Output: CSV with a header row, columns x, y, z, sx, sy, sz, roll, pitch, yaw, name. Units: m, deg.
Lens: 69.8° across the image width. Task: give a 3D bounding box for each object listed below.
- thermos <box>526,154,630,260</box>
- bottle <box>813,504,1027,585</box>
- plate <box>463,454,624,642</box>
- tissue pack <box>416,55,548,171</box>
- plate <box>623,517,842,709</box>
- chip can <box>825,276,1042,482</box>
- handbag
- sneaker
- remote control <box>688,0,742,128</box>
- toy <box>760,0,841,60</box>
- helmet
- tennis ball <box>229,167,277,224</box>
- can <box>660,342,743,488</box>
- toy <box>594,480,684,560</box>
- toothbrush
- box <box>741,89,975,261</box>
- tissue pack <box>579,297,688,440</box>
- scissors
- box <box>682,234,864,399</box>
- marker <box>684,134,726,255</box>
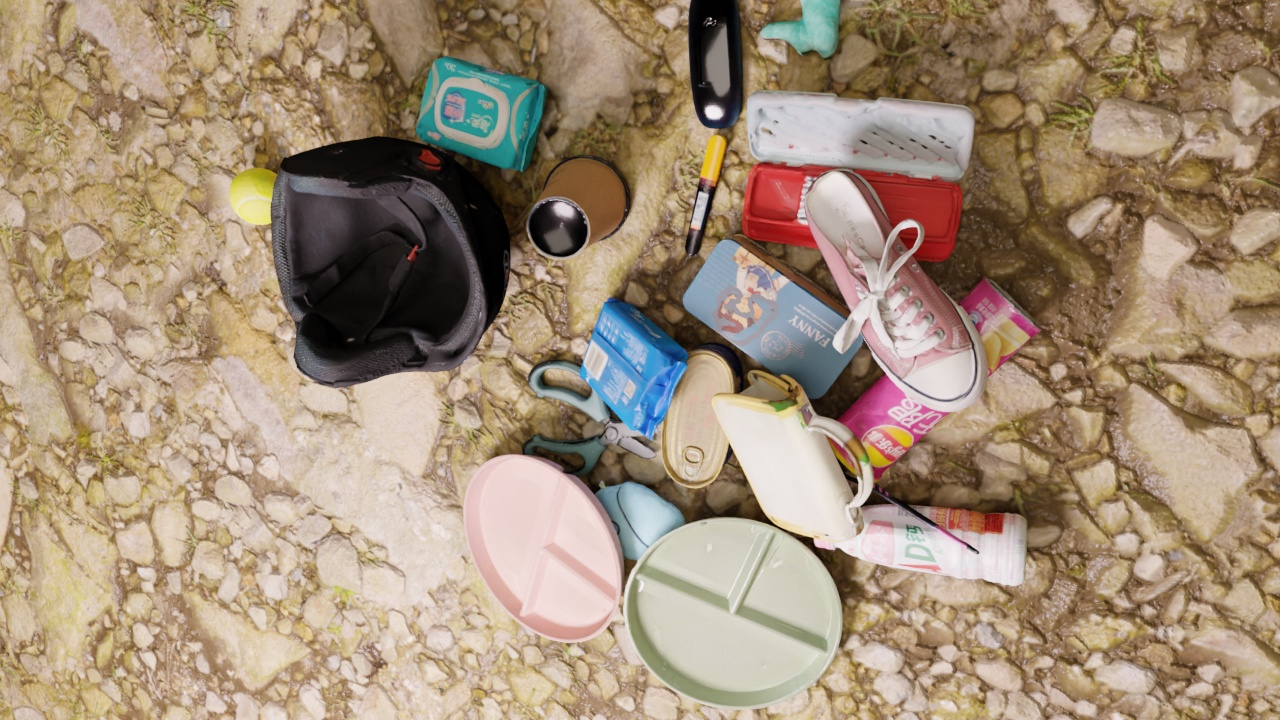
x,y,z,sx,sy,sz,roll,pitch,yaw,name
-0.065,-0.149,0.910,0.093,0.143,0.093,4,113,9,thermos
0.271,0.175,0.898,0.197,0.068,0.068,2,103,23,bottle
-0.109,0.209,1.036,0.230,0.028,0.230,14,115,32,plate
-0.164,-0.259,0.964,0.133,0.050,0.093,20,107,15,tissue pack
0.097,0.267,0.974,0.230,0.027,0.230,3,107,9,plate
0.269,0.020,0.858,0.071,0.071,0.211,44,112,6,chip can
0.161,0.091,0.854,0.179,0.063,0.163,10,132,61,handbag
0.211,-0.057,0.787,0.118,0.087,0.241,-32,86,28,sneaker
0.071,-0.293,0.884,0.053,0.024,0.136,0,102,21,remote control
0.158,-0.323,0.843,0.097,0.030,0.092,6,102,25,toy
-0.244,-0.109,0.932,0.275,0.229,0.234,19,122,16,helmet
-0.446,-0.192,1.074,0.065,0.065,0.065,5,104,19,tennis ball
0.065,0.056,0.953,0.075,0.049,0.148,11,106,18,can
0.010,0.190,1.004,0.162,0.049,0.156,-20,102,25,toy
0.244,0.132,0.887,0.189,0.014,0.018,32,106,37,toothbrush
0.195,-0.172,0.847,0.201,0.063,0.160,10,123,18,box
-0.006,0.005,0.936,0.157,0.052,0.095,44,118,48,tissue pack
-0.062,0.059,1.017,0.177,0.019,0.172,-10,98,23,scissors
0.137,-0.042,0.898,0.184,0.063,0.090,35,112,11,box
0.065,-0.165,0.922,0.018,0.015,0.124,20,111,17,marker
